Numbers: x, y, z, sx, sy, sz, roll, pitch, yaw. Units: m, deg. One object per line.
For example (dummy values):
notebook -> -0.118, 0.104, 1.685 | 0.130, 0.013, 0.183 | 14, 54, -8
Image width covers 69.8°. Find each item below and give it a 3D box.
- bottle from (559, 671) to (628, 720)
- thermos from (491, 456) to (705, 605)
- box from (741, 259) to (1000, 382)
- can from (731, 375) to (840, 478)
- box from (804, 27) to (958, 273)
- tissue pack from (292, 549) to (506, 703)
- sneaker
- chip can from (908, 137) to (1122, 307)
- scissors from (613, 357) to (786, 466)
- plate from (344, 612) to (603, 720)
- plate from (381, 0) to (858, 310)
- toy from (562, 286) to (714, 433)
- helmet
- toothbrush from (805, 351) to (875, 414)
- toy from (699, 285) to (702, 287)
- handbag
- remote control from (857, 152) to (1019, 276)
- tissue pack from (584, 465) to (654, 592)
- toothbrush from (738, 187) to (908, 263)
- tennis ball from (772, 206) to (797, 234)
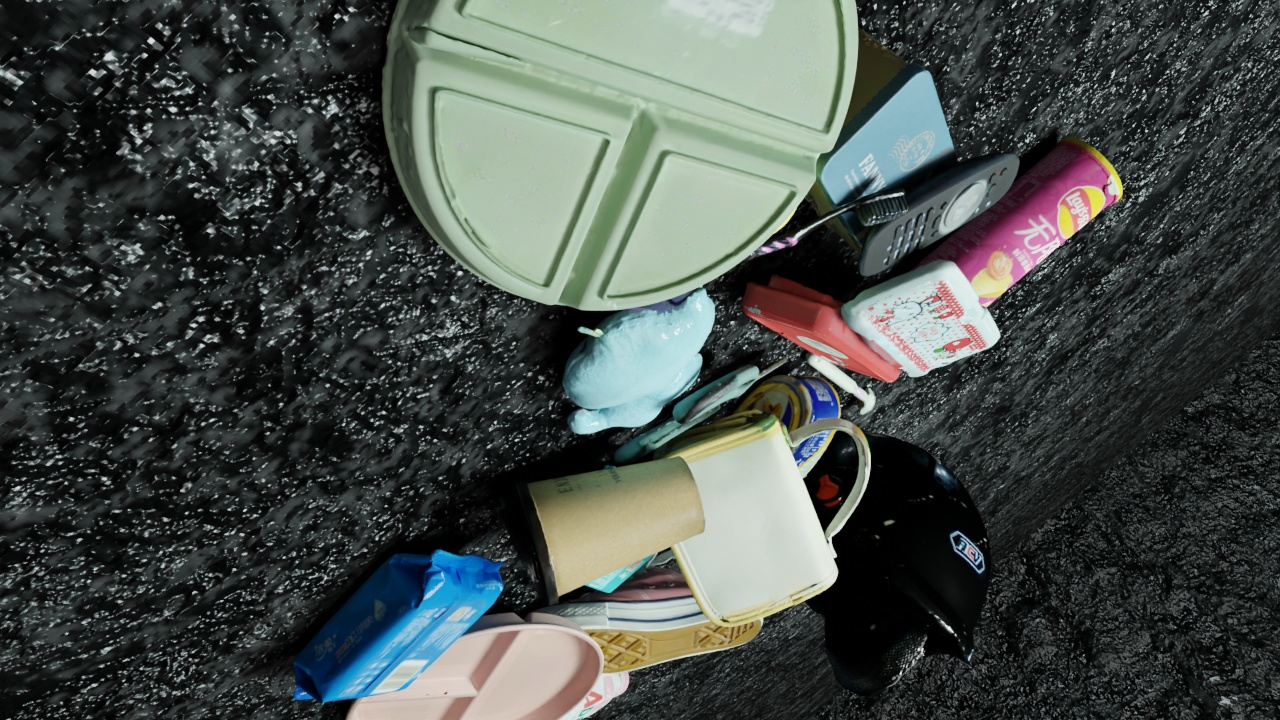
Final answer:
bottle -> -0.075, 0.357, 0.999 | 0.068, 0.068, 0.196 | -47, 152, 13
thermos -> -0.030, 0.118, 0.673 | 0.143, 0.093, 0.093 | -16, 145, -12
box -> 0.179, -0.024, 0.692 | 0.160, 0.063, 0.201 | -2, 167, 30
can -> 0.112, 0.075, 0.814 | 0.049, 0.074, 0.148 | 5, 129, -46
box -> 0.146, -0.130, 0.584 | 0.090, 0.063, 0.184 | -46, 151, 10
tissue pack -> -0.175, 0.190, 0.673 | 0.157, 0.052, 0.095 | -45, 152, 10
sneaker -> -0.002, 0.244, 0.906 | 0.241, 0.087, 0.118 | -4, 131, -13
chip can -> 0.310, -0.098, 0.801 | 0.210, 0.071, 0.071 | -41, 150, 3
scissors -> 0.061, 0.027, 0.704 | 0.176, 0.019, 0.172 | -29, 171, -21
plate -> -0.145, 0.291, 0.815 | 0.229, 0.028, 0.230 | -13, 137, -13
plate -> 0.001, -0.116, 0.417 | 0.230, 0.027, 0.231 | -15, 133, -17
toy -> -0.004, 0.004, 0.609 | 0.162, 0.049, 0.156 | -38, 158, 26
helmet -> 0.223, 0.182, 0.902 | 0.233, 0.275, 0.229 | 45, 69, -24
toothbrush -> 0.194, 0.021, 0.886 | 0.189, 0.020, 0.029 | 28, 79, -57
toy -> 0.023, -0.064, 0.571 | 0.091, 0.030, 0.097 | -23, 152, -22
handbag -> 0.110, 0.118, 0.762 | 0.179, 0.163, 0.063 | -21, -165, 8
remote control -> 0.187, -0.098, 0.588 | 0.136, 0.024, 0.053 | -29, 147, -19
tissue pack -> -0.025, 0.145, 0.779 | 0.093, 0.050, 0.133 | -42, 151, 1
toothbrush -> 0.070, -0.063, 0.544 | 0.189, 0.017, 0.014 | -21, 160, 0
tennis ball -> 0.059, -0.100, 0.525 | 0.065, 0.065, 0.066 | -28, 148, -19
